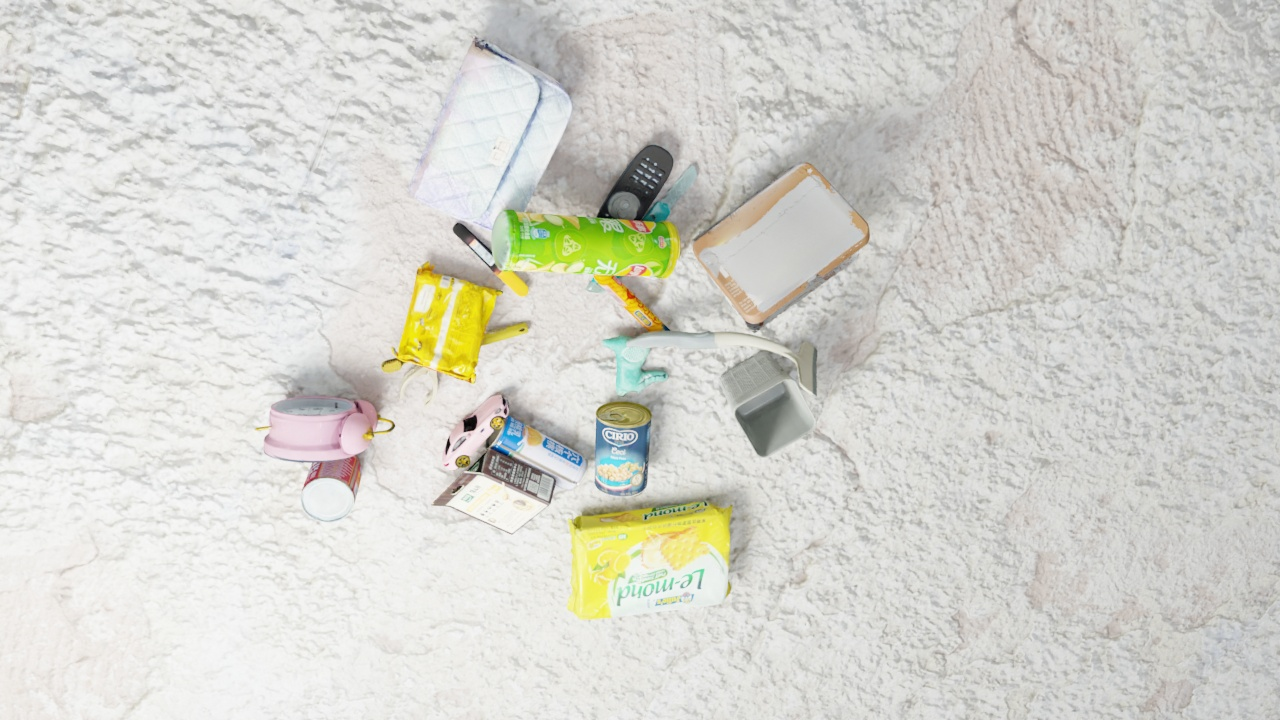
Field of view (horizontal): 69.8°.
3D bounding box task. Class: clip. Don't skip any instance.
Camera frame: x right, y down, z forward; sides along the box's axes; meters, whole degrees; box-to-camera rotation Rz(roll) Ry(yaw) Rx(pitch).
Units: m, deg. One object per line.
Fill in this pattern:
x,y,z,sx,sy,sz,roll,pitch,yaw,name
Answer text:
-0.285,0.010,1.174,0.083,0.034,0.105,9,106,-14,clip

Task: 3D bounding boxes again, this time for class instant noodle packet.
-0.238,-0.047,1.130,0.110,0.044,0.128,18,79,-18,instant noodle packet

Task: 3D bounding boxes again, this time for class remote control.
-0.010,-0.205,1.133,0.053,0.024,0.137,29,107,-22,remote control

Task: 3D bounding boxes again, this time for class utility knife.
0.003,-0.162,1.159,0.029,0.013,0.208,35,103,-22,utility knife

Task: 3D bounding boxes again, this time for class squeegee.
0.103,-0.019,1.162,0.247,0.246,0.039,8,104,10,squeegee

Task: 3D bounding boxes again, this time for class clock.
-0.388,0.084,1.146,0.158,0.117,0.060,4,100,-9,clock

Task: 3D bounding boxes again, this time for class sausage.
-0.005,-0.067,1.187,0.021,0.021,0.165,-42,119,9,sausage

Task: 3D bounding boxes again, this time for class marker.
-0.186,-0.125,1.144,0.018,0.015,0.124,-43,110,8,marker

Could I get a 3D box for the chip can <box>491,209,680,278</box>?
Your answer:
-0.065,-0.136,1.087,0.221,0.072,0.073,0,113,-24,chip can

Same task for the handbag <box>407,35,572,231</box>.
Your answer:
-0.170,-0.253,1.058,0.134,0.075,0.194,22,107,-20,handbag

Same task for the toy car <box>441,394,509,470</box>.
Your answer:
-0.220,0.092,1.208,0.037,0.056,0.122,37,102,-28,toy car

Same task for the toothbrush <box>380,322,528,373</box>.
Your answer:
-0.232,-0.016,1.158,0.190,0.016,0.016,-17,106,-16,toothbrush

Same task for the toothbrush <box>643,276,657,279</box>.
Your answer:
-0.065,-0.134,1.148,0.189,0.021,0.029,17,147,-11,toothbrush

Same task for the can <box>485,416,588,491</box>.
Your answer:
-0.138,0.125,1.235,0.134,0.053,0.053,31,105,-20,can

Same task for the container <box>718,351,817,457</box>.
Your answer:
0.164,0.053,1.221,0.090,0.114,0.090,-30,114,4,container

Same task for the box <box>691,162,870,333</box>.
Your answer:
0.174,-0.132,1.110,0.182,0.178,0.153,-36,115,7,box

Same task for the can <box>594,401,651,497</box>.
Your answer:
-0.025,0.121,1.241,0.075,0.075,0.111,-1,113,-9,can

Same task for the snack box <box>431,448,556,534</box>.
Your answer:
-0.195,0.175,1.222,0.125,0.053,0.114,29,136,-19,snack box

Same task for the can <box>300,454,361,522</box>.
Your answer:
-0.397,0.157,1.184,0.066,0.093,0.067,-3,113,-8,can

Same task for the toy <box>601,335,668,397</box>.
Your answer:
-0.007,0.007,1.222,0.096,0.030,0.092,-3,118,-16,toy

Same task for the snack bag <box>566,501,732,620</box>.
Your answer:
0.013,0.282,1.319,0.246,0.068,0.158,-5,113,-7,snack bag
